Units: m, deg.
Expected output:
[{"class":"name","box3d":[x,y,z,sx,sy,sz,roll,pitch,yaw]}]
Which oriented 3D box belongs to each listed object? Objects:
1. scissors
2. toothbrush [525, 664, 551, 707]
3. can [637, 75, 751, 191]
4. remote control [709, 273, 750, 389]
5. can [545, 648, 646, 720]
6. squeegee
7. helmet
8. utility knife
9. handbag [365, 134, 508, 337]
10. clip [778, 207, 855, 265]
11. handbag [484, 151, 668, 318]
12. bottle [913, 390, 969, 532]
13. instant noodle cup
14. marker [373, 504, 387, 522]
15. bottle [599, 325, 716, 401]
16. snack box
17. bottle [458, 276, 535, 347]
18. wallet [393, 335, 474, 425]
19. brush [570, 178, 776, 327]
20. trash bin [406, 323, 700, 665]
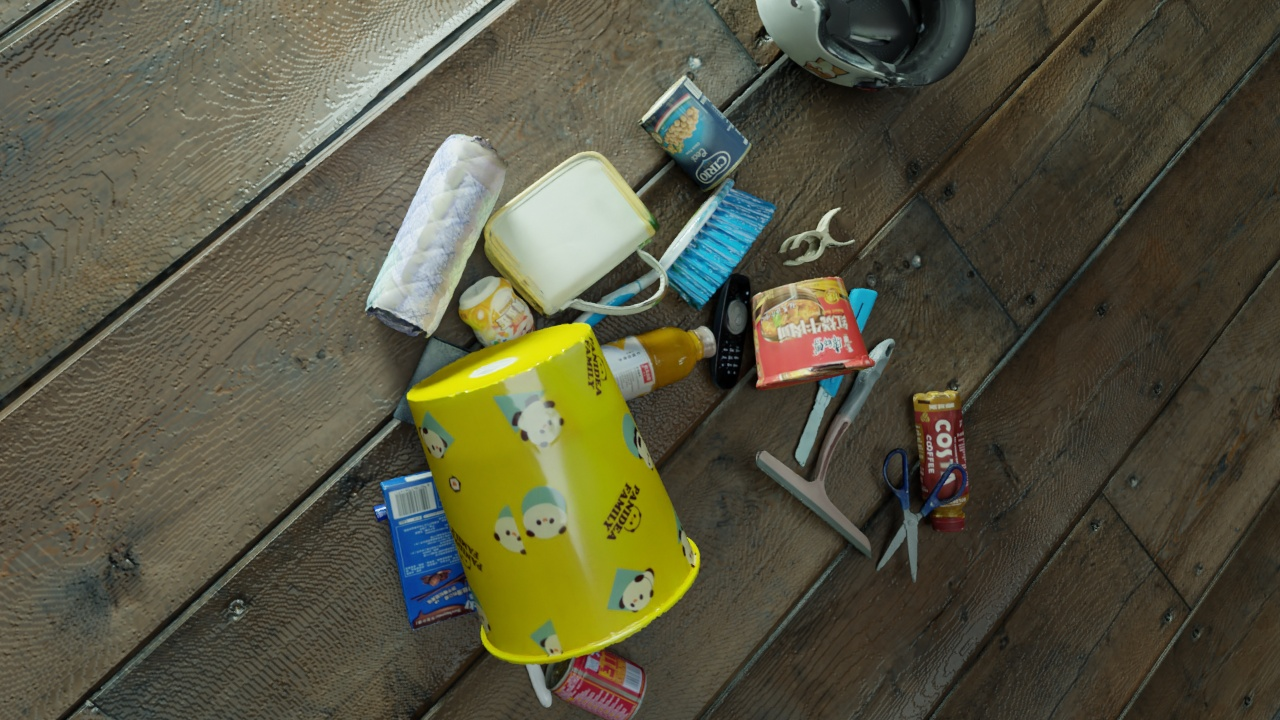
[{"class":"scissors","box3d":[0.336,0.185,1.138,0.162,0.012,0.164,-37,87,14]},{"class":"toothbrush","box3d":[-0.131,0.295,0.993,0.016,0.016,0.180,-22,99,-17]},{"class":"can","box3d":[0.061,-0.257,1.041,0.111,0.075,0.075,43,75,-14]},{"class":"remote control","box3d":[0.102,-0.034,1.072,0.053,0.024,0.136,6,92,-45]},{"class":"can","box3d":[-0.049,0.345,0.993,0.093,0.067,0.066,31,79,-17]},{"class":"squeegee","box3d":[0.253,0.078,1.125,0.247,0.040,0.249,40,69,-32]},{"class":"helmet","box3d":[0.240,-0.422,1.068,0.273,0.157,0.230,17,81,-30]},{"class":"utility knife","box3d":[0.238,0.018,1.132,0.034,0.018,0.238,25,82,-19]},{"class":"handbag","box3d":[-0.201,-0.120,0.911,0.075,0.134,0.193,24,82,-17]},{"class":"clip","box3d":[0.215,-0.147,1.119,0.099,0.035,0.071,-28,97,-23]},{"class":"handbag","box3d":[-0.059,-0.112,0.984,0.163,0.063,0.178,-39,86,-15]},{"class":"bottle","box3d":[0.382,0.127,1.160,0.057,0.057,0.175,-6,91,-20]},{"class":"instant noodle cup","box3d":[0.190,-0.031,1.061,0.137,0.138,0.108,-9,83,-20]},{"class":"marker","box3d":[-0.207,0.138,0.966,0.145,0.017,0.017,-17,95,-20]},{"class":"bottle","box3d":[-0.006,0.006,1.015,0.189,0.068,0.068,-19,95,-20]},{"class":"snack box","box3d":[-0.210,0.191,0.947,0.084,0.026,0.157,-12,102,-21]},{"class":"bottle","box3d":[-0.142,-0.035,0.970,0.063,0.063,0.108,-44,118,-16]},{"class":"wallet","box3d":[-0.184,0.039,0.964,0.120,0.019,0.097,23,101,-19]},{"class":"brush","box3d":[0.028,-0.090,1.031,0.109,0.061,0.313,40,72,-9]},{"class":"trash bin","box3d":[-0.089,0.115,0.881,0.229,0.230,0.255,-24,104,-19]}]
